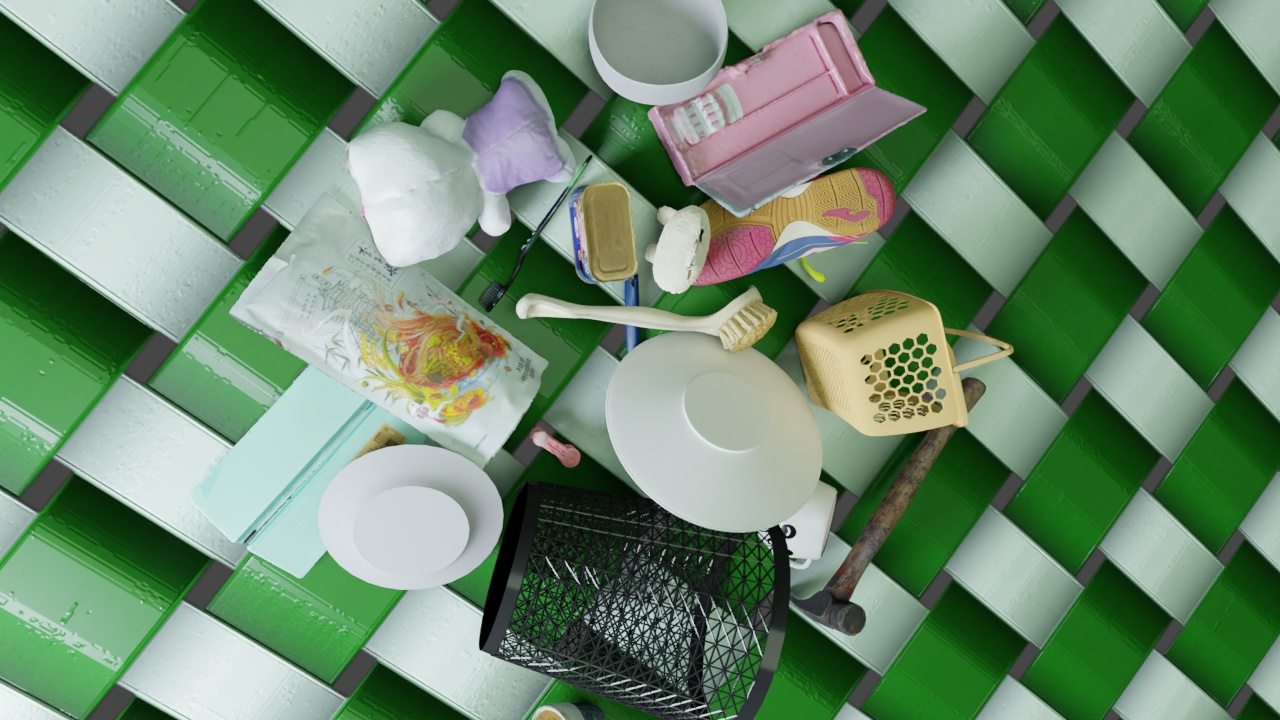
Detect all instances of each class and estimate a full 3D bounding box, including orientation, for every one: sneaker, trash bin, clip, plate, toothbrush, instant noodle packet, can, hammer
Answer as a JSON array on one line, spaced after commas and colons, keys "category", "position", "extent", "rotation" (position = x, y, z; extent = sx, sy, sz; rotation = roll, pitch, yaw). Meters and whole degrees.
[{"category": "sneaker", "position": [0.141, -0.129, 0.950], "extent": [0.242, 0.091, 0.116], "rotation": [-15, 94, 6]}, {"category": "trash bin", "position": [-0.014, 0.225, 0.884], "extent": [0.243, 0.217, 0.217], "rotation": [17, 92, -10]}, {"category": "clip", "position": [-0.089, 0.086, 0.941], "extent": [0.059, 0.041, 0.023], "rotation": [38, 89, -27]}, {"category": "plate", "position": [0.080, 0.056, 0.900], "extent": [0.229, 0.030, 0.229], "rotation": [10, 53, -14]}, {"category": "plate", "position": [-0.218, 0.159, 0.876], "extent": [0.172, 0.019, 0.173], "rotation": [-5, 119, -9]}, {"category": "sneaker", "position": [-0.088, 0.465, 0.956], "extent": [0.079, 0.087, 0.235], "rotation": [8, 100, -48]}, {"category": "toothbrush", "position": [-0.006, 0.006, 0.950], "extent": [0.016, 0.017, 0.190], "rotation": [-4, 98, -17]}, {"category": "instant noodle packet", "position": [-0.222, -0.024, 0.859], "extent": [0.269, 0.057, 0.146], "rotation": [37, 63, -18]}, {"category": "toothbrush", "position": [-0.103, -0.128, 0.909], "extent": [0.017, 0.014, 0.188], "rotation": [34, 87, -9]}, {"category": "can", "position": [-0.036, -0.125, 0.904], "extent": [0.054, 0.059, 0.100], "rotation": [-9, 99, -15]}, {"category": "hammer", "position": [0.282, 0.151, 1.020], "extent": [0.033, 0.120, 0.329], "rotation": [43, 75, -17]}]

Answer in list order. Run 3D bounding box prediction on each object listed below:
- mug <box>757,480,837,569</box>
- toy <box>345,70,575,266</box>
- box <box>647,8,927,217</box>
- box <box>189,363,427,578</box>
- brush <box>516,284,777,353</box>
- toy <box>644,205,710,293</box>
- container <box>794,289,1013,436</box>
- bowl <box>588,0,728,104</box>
[{"category": "mug", "position": [0.164, 0.178, 0.990], "extent": [0.076, 0.090, 0.124], "rotation": [14, 128, 17]}, {"category": "toy", "position": [-0.164, -0.177, 0.852], "extent": [0.209, 0.085, 0.138], "rotation": [-31, 105, -15]}, {"category": "box", "position": [0.145, -0.241, 0.929], "extent": [0.233, 0.075, 0.172], "rotation": [-29, 70, -11]}, {"category": "box", "position": [-0.310, 0.101, 0.865], "extent": [0.138, 0.056, 0.187], "rotation": [41, 86, -10]}, {"category": "brush", "position": [0.011, -0.045, 0.915], "extent": [0.272, 0.077, 0.062], "rotation": [1, 132, -19]}, {"category": "toy", "position": [0.041, -0.108, 0.891], "extent": [0.050, 0.112, 0.087], "rotation": [12, 102, -35]}, {"category": "container", "position": [0.266, -0.007, 0.939], "extent": [0.167, 0.183, 0.129], "rotation": [-16, 100, -5]}, {"category": "bowl", "position": [0.016, -0.306, 0.885], "extent": [0.132, 0.064, 0.131], "rotation": [1, 77, -3]}]
